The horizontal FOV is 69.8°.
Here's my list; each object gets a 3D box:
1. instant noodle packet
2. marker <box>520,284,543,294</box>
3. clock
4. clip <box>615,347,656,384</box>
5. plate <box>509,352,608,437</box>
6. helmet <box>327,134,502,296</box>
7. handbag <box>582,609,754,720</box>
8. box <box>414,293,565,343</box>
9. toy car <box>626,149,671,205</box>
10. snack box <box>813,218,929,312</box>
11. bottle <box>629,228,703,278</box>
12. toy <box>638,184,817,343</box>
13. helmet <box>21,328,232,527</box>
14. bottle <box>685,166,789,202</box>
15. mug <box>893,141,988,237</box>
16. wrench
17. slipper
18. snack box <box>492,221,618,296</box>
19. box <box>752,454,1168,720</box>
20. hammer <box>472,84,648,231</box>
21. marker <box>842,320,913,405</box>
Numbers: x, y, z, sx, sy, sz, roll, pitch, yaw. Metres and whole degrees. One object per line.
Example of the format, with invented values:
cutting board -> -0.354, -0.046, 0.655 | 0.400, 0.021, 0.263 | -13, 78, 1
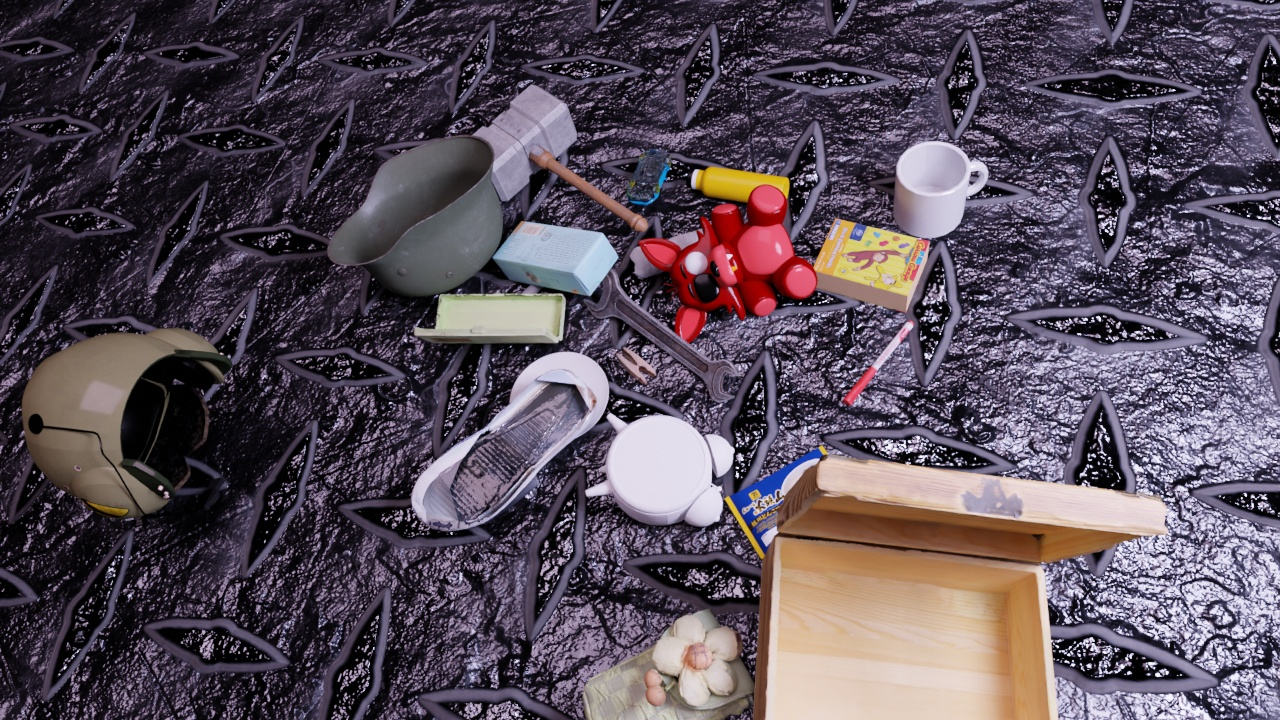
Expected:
instant noodle packet -> 0.179, 0.165, 1.077 | 0.134, 0.026, 0.087 | -28, 56, -4
marker -> -0.124, -0.132, 1.319 | 0.016, 0.016, 0.140 | 36, 74, 27
clock -> 0.026, 0.136, 1.110 | 0.161, 0.073, 0.125 | 11, 64, 10
clip -> -0.004, 0.005, 1.211 | 0.049, 0.026, 0.061 | -15, 60, 3
plate -> -0.107, 0.050, 1.215 | 0.135, 0.011, 0.134 | -6, 60, 10
helmet -> -0.300, -0.180, 1.301 | 0.267, 0.154, 0.227 | -29, 40, -7
handbag -> 0.029, 0.343, 0.956 | 0.186, 0.117, 0.113 | -29, 60, -7
box -> -0.202, -0.062, 1.255 | 0.188, 0.098, 0.082 | 1, 77, 10
toy car -> 0.014, -0.269, 1.356 | 0.048, 0.032, 0.105 | 9, 58, 18
snack box -> 0.302, -0.126, 1.205 | 0.126, 0.040, 0.088 | 18, 66, 21
bottle -> 0.055, -0.152, 1.273 | 0.136, 0.044, 0.044 | -16, 59, 4
toy -> 0.115, -0.124, 1.204 | 0.197, 0.120, 0.158 | -22, 92, 3
helmet -> -0.638, 0.081, 1.162 | 0.233, 0.256, 0.249 | 5, 61, 11
bottle -> 0.137, -0.250, 1.311 | 0.144, 0.043, 0.043 | 13, 64, 19
mug -> 0.398, -0.229, 1.213 | 0.121, 0.090, 0.091 | -14, 59, 4
wrench -> 0.024, -0.036, 1.216 | 0.273, 0.010, 0.070 | 38, 111, 26
slipper -> -0.165, 0.120, 1.157 | 0.263, 0.063, 0.111 | -44, 72, -11
snack box -> -0.120, -0.143, 1.275 | 0.175, 0.053, 0.074 | 14, 60, 41
box -> 0.261, 0.226, 0.822 | 0.279, 0.337, 0.285 | 6, 59, 3
hammer -> -0.104, -0.270, 1.354 | 0.318, 0.083, 0.162 | 38, 75, 28
marker -> 0.300, 0.002, 1.151 | 0.013, 0.013, 0.142 | 35, 73, 27
